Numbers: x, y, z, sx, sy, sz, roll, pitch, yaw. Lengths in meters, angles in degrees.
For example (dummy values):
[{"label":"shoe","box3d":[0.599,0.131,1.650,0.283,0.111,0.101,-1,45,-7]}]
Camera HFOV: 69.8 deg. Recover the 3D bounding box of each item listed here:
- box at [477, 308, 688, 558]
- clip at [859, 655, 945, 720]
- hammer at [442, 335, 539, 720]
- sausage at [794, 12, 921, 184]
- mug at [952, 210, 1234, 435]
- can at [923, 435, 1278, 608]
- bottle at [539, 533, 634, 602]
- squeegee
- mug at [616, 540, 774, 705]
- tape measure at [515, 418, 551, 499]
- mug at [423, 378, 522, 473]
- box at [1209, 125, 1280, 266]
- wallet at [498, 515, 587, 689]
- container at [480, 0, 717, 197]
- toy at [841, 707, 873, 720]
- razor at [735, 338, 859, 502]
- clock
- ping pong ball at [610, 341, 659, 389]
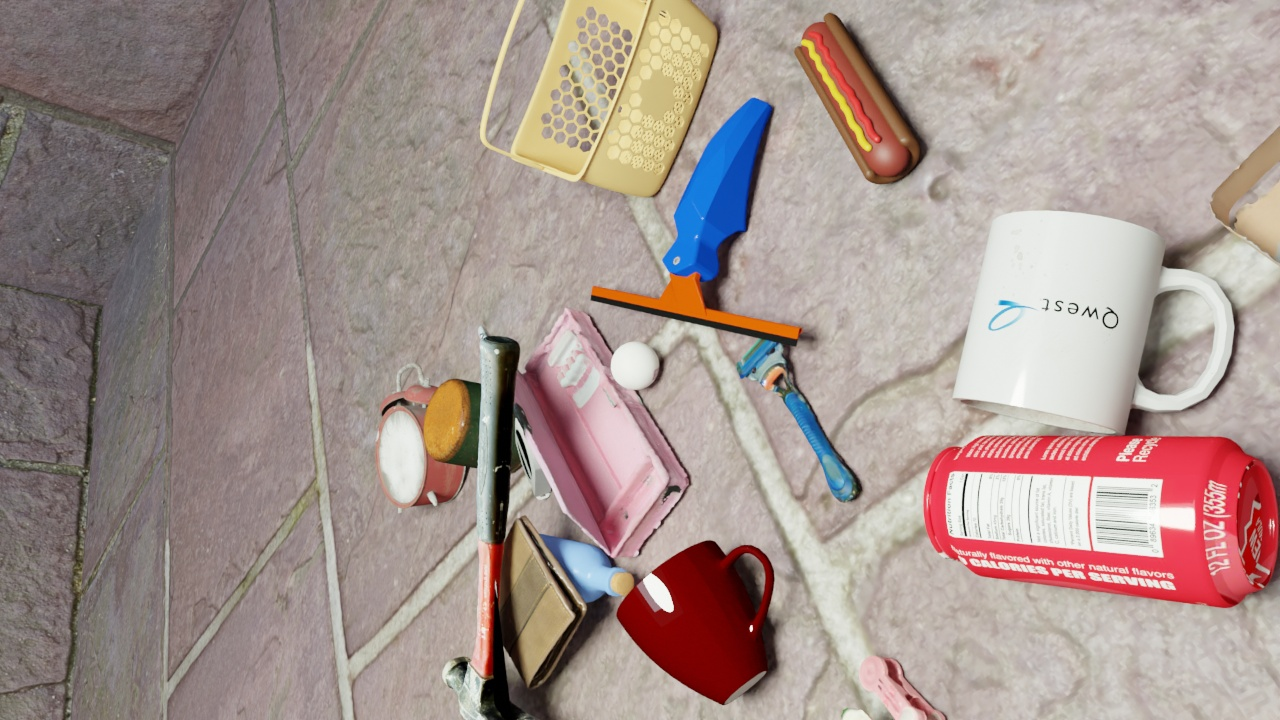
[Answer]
[{"label":"box","box3d":[-0.066,0.049,0.770,0.100,0.106,0.232,-54,44,23]},{"label":"clip","box3d":[0.146,0.194,0.526,0.060,0.044,0.023,39,106,34]},{"label":"hammer","box3d":[-0.114,0.145,0.727,0.141,0.036,0.326,20,110,53]},{"label":"sausage","box3d":[0.149,-0.185,0.641,0.040,0.040,0.155,-44,48,33]},{"label":"mug","box3d":[0.230,-0.014,0.465,0.120,0.083,0.096,12,88,24]},{"label":"can","box3d":[0.217,0.074,0.445,0.143,0.074,0.074,-5,74,49]},{"label":"bottle","box3d":[-0.053,0.175,0.760,0.131,0.048,0.048,-2,77,50]},{"label":"squeegee","box3d":[0.058,-0.121,0.719,0.250,0.055,0.184,17,80,51]},{"label":"mug","box3d":[0.052,0.174,0.615,0.114,0.087,0.088,-50,62,21]},{"label":"tape measure","box3d":[-0.098,0.087,0.843,0.064,0.016,0.065,100,150,-56]},{"label":"mug","box3d":[-0.168,0.067,0.906,0.111,0.081,0.084,-19,64,46]},{"label":"box","box3d":[0.334,-0.119,0.352,0.218,0.095,0.114,-53,40,24]},{"label":"wallet","box3d":[-0.093,0.200,0.755,0.098,0.026,0.121,52,135,29]},{"label":"container","box3d":[-0.042,-0.246,0.789,0.129,0.166,0.183,32,102,50]},{"label":"toy","box3d":[0.132,0.252,0.511,0.087,0.050,0.112,-54,47,24]},{"label":"razor","box3d":[0.111,0.040,0.631,0.044,0.018,0.140,-49,49,28]},{"label":"clock","box3d":[-0.236,0.082,0.995,0.110,0.061,0.156,-18,78,46]},{"label":"ping pong ball","box3d":[-0.005,0.004,0.762,0.040,0.040,0.040,-20,63,46]}]
